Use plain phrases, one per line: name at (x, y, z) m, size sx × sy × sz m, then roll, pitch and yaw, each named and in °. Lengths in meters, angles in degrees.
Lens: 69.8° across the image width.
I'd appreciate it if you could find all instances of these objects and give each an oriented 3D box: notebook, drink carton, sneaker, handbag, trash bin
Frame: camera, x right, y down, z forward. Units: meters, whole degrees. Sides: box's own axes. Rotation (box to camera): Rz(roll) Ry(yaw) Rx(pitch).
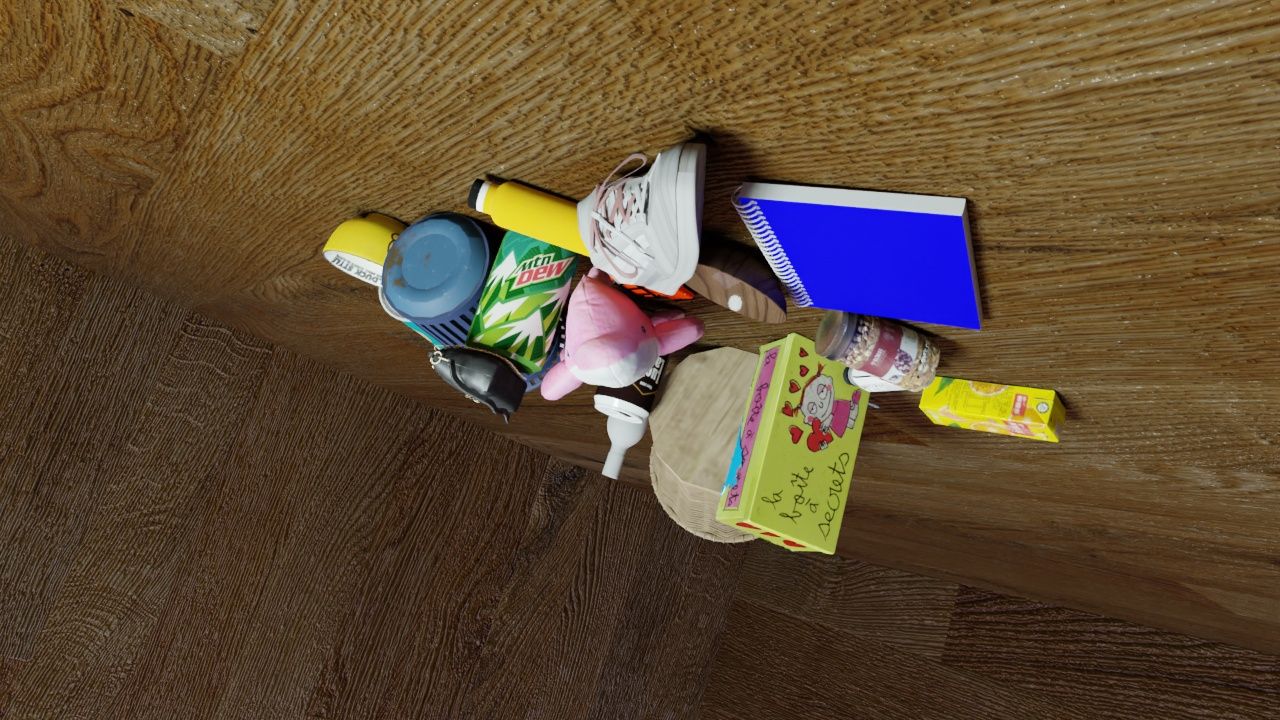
notebook at (0.181, -0.081, 0.743) m, size 0.172 × 0.022 × 0.209 m, roll 10°, pitch 165°, yaw 27°
drink carton at (0.373, 0.052, 0.975) m, size 0.135 × 0.043 × 0.058 m, roll 8°, pitch 162°, yaw 38°
sneaker at (-0.005, -0.108, 0.722) m, size 0.089 × 0.099 × 0.236 m, roll 5°, pitch 170°, yaw -5°
handbag at (-0.165, 0.019, 0.920) m, size 0.079 × 0.054 × 0.128 m, roll 19°, pitch 170°, yaw 12°
trash bin at (-0.191, -0.064, 1.083) m, size 0.139 × 0.139 × 0.249 m, roll 14°, pitch 165°, yaw 21°

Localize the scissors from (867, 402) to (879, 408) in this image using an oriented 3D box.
scissors at (0.236, 0.035, 1.166) m, size 0.118 × 0.015 × 0.139 m, roll 9°, pitch 158°, yaw 38°

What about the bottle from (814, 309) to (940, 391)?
bottle at (0.227, -0.013, 0.881) m, size 0.105 × 0.056 × 0.056 m, roll 21°, pitch 167°, yaw -9°

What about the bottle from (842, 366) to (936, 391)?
bottle at (0.259, 0.012, 0.976) m, size 0.041 × 0.041 × 0.116 m, roll 24°, pitch 166°, yaw -22°

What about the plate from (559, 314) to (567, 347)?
plate at (-0.114, -0.037, 1.296) m, size 0.189 × 0.027 × 0.189 m, roll 21°, pitch 171°, yaw 3°

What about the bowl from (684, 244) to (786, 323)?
bowl at (0.087, -0.076, 0.846) m, size 0.119 × 0.032 × 0.119 m, roll 27°, pitch 173°, yaw 3°

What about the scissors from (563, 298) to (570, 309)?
scissors at (-0.041, -0.043, 1.228) m, size 0.140 × 0.015 × 0.189 m, roll 15°, pitch 167°, yaw 10°

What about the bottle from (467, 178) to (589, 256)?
bottle at (-0.088, -0.133, 0.853) m, size 0.143 × 0.043 × 0.043 m, roll 19°, pitch 167°, yaw 0°

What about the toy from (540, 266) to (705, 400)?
toy at (-0.032, -0.041, 0.969) m, size 0.187 × 0.128 × 0.265 m, roll -19°, pitch -176°, yaw 4°

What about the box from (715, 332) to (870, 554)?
box at (0.174, 0.095, 1.027) m, size 0.124 × 0.220 × 0.080 m, roll 26°, pitch 158°, yaw -20°

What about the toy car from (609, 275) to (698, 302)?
toy car at (0.015, -0.083, 0.903) m, size 0.100 × 0.048 × 0.051 m, roll 28°, pitch 165°, yaw -35°

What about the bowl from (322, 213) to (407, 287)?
bowl at (-0.315, -0.135, 1.109) m, size 0.117 × 0.067 × 0.117 m, roll 17°, pitch 167°, yaw 4°

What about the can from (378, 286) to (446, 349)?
can at (-0.267, -0.075, 1.221) m, size 0.099 × 0.099 × 0.144 m, roll 14°, pitch 167°, yaw 18°

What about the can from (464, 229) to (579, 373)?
can at (-0.120, -0.066, 0.951) m, size 0.083 × 0.144 × 0.083 m, roll 17°, pitch 168°, yaw 4°

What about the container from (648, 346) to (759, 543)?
container at (0.115, 0.107, 1.207) m, size 0.227 × 0.226 × 0.196 m, roll 16°, pitch 160°, yaw 14°

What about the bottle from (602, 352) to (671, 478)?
bottle at (-0.009, 0.059, 1.199) m, size 0.052 × 0.195 × 0.052 m, roll 18°, pitch 168°, yaw 4°

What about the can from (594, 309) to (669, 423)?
can at (-0.007, 0.007, 1.129) m, size 0.072 × 0.128 × 0.072 m, roll 18°, pitch 168°, yaw 4°
